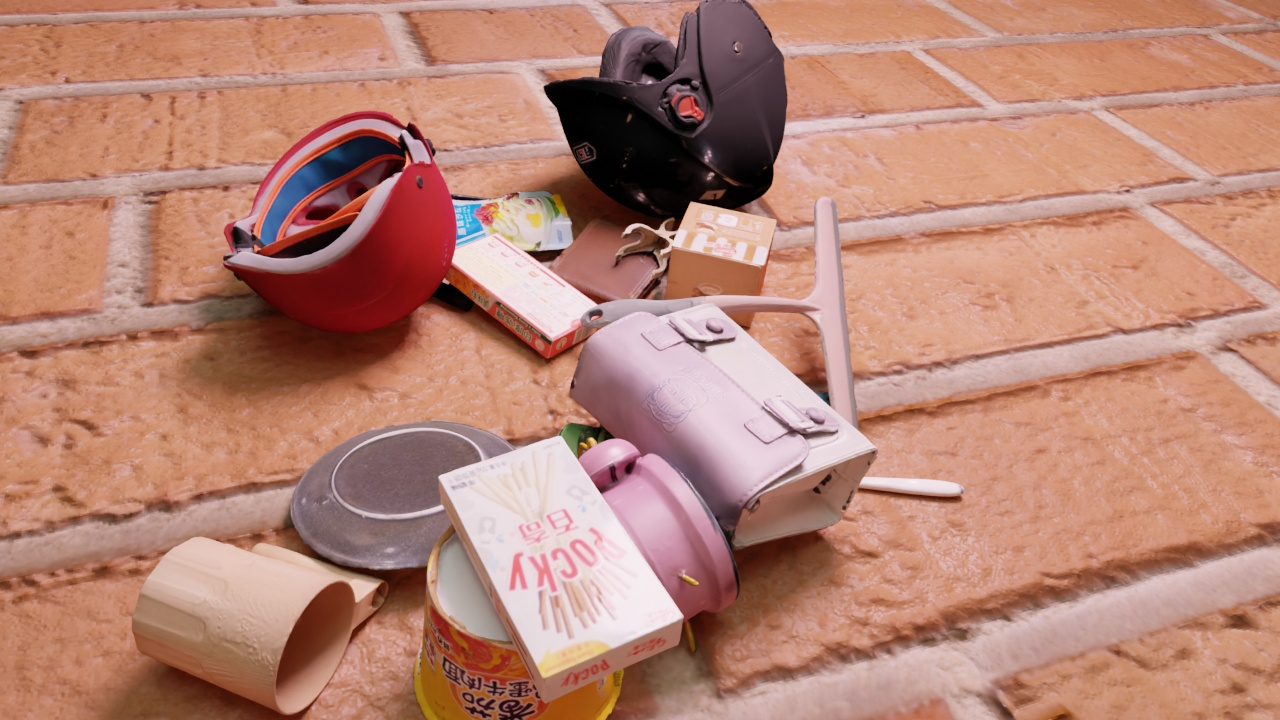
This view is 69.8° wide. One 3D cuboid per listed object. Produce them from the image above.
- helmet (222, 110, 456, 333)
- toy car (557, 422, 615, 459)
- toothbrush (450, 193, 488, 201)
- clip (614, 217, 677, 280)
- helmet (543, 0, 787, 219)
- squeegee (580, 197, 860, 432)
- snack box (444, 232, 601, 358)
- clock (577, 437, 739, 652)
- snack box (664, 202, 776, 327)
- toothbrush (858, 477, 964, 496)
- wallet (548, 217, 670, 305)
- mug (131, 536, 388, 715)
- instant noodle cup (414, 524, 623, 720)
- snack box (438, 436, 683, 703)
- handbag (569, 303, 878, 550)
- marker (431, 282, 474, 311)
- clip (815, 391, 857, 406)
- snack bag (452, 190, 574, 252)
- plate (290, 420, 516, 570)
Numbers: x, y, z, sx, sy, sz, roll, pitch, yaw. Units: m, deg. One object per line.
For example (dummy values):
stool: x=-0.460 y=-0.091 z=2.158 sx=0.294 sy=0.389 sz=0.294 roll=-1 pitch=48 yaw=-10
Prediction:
helmet: x=-0.264 y=-0.119 z=0.859 sx=0.207 sy=0.144 sz=0.239 roll=-28 pitch=39 yaw=4
toy car: x=-0.024 y=0.075 z=0.736 sx=0.091 sy=0.036 sz=0.043 roll=14 pitch=52 yaw=-4
toothbrush: x=-0.220 y=-0.185 z=1.055 sx=0.189 sy=0.014 sz=0.017 roll=7 pitch=49 yaw=0
clip: x=0.025 y=-0.115 z=0.951 sx=0.102 sy=0.035 sz=0.092 roll=-13 pitch=46 yaw=-41
helmet: x=0.034 y=-0.270 z=1.023 sx=0.274 sy=0.230 sz=0.234 roll=-17 pitch=15 yaw=-22
squeegee: x=0.068 y=-0.045 z=0.837 sx=0.249 sy=0.040 sz=0.247 roll=-2 pitch=68 yaw=3
snack box: x=-0.117 y=-0.067 z=0.895 sx=0.156 sy=0.027 sz=0.076 roll=37 pitch=43 yaw=22
clock: x=0.000 y=0.117 z=0.640 sx=0.059 sy=0.117 sz=0.158 roll=-27 pitch=50 yaw=-19
snack box: x=0.082 y=-0.099 z=0.939 sx=0.093 sy=0.077 sz=0.094 roll=14 pitch=40 yaw=8
toothbrush: x=0.180 y=0.098 z=0.761 sx=0.180 sy=0.016 sz=0.016 roll=5 pitch=42 yaw=-1
wallet: x=-0.031 y=-0.097 z=0.960 sx=0.101 sy=0.032 sz=0.124 roll=21 pitch=42 yaw=13
mug: x=-0.241 y=0.159 z=0.594 sx=0.103 sy=0.084 sz=0.124 roll=15 pitch=16 yaw=12
instant noodle cup: x=-0.077 y=0.162 z=0.577 sx=0.138 sy=0.110 sz=0.137 roll=3 pitch=40 yaw=-2
snack box: x=-0.051 y=0.113 z=0.532 sx=0.084 sy=0.027 sz=0.156 roll=-17 pitch=44 yaw=-25
handbag: x=0.060 y=0.044 z=0.704 sx=0.144 sy=0.099 sz=0.197 roll=-14 pitch=44 yaw=-37
marker: x=-0.223 y=-0.082 z=0.923 sx=0.132 sy=0.020 sz=0.022 roll=24 pitch=67 yaw=20
clip: x=0.168 y=0.039 z=0.834 sx=0.056 sy=0.014 sz=0.043 roll=-5 pitch=41 yaw=-16
snack bag: x=-0.175 y=-0.145 z=0.995 sx=0.190 sy=0.039 sz=0.110 roll=-8 pitch=53 yaw=-15
plate: x=-0.174 y=0.090 z=0.697 sx=0.179 sy=0.024 sz=0.179 roll=1 pitch=32 yaw=-1
